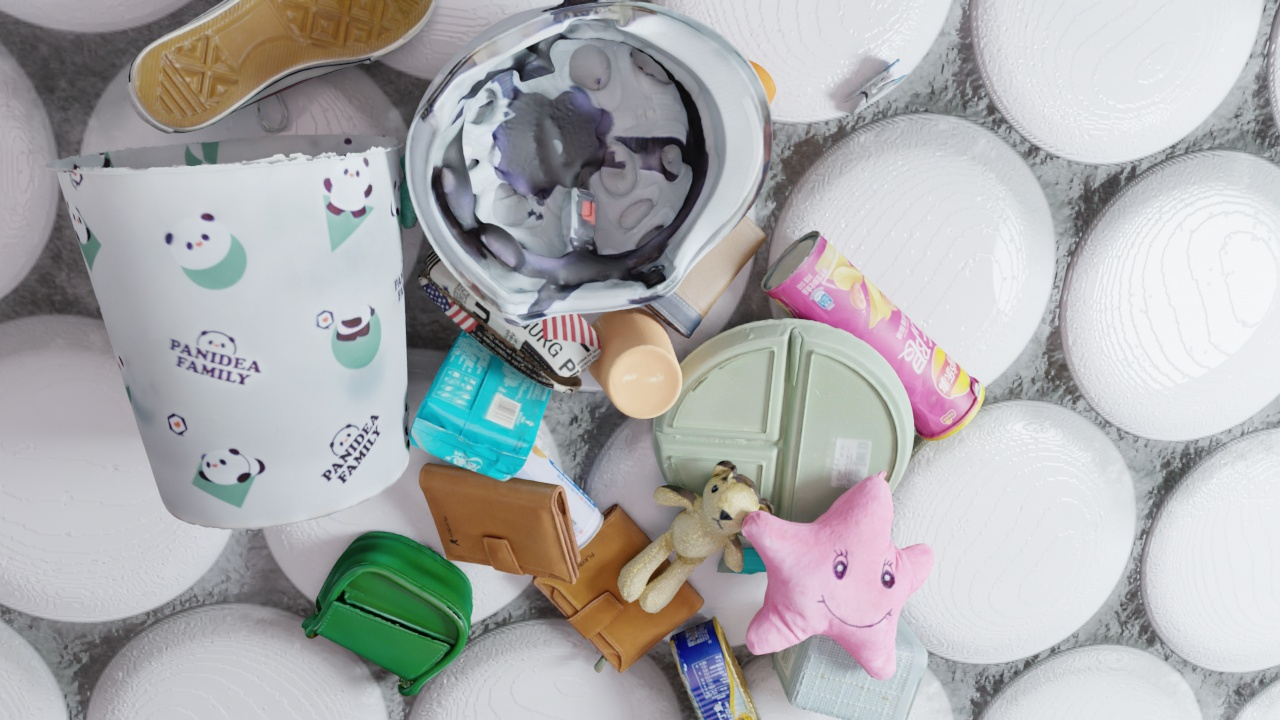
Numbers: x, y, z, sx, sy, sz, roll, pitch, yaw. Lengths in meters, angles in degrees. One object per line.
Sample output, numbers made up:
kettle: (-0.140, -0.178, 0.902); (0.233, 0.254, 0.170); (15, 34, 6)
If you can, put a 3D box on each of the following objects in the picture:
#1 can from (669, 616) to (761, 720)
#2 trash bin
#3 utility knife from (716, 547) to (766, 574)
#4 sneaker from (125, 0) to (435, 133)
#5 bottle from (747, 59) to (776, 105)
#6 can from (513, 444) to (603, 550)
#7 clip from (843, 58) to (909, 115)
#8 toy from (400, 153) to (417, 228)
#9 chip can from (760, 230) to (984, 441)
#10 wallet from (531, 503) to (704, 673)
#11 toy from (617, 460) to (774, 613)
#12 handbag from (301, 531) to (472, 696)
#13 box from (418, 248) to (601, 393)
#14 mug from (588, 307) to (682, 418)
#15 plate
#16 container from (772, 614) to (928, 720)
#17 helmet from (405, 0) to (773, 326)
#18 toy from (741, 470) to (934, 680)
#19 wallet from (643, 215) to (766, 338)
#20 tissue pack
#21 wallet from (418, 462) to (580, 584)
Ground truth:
can: (0.076, 0.315, 0.866); (0.049, 0.074, 0.148); (-22, 105, 2)
trash bin: (-0.277, -0.029, 0.674); (0.229, 0.229, 0.252); (-4, 108, -6)
utility knife: (0.150, 0.192, 0.877); (0.157, 0.013, 0.029); (3, 105, -10)
sneaker: (-0.270, -0.244, 0.691); (0.240, 0.088, 0.118); (-37, 118, -20)
bottle: (0.035, -0.236, 0.742); (0.149, 0.066, 0.067); (30, 98, -5)
can: (-0.095, 0.109, 0.807); (0.053, 0.053, 0.134); (-42, 104, 4)
clip: (0.200, -0.231, 0.780); (0.058, 0.026, 0.038); (-35, 96, 8)
toy: (-0.152, -0.155, 0.754); (0.092, 0.030, 0.096); (1, 95, -12)
chip can: (0.203, -0.020, 0.804); (0.210, 0.071, 0.071); (40, 95, -13)
wallet: (-0.025, 0.217, 0.854); (0.119, 0.035, 0.130); (-41, 104, -3)
toy: (0.043, 0.159, 0.804); (0.105, 0.066, 0.157); (43, 106, 3)
handbag: (-0.222, 0.225, 0.817); (0.131, 0.068, 0.120); (36, 104, -14)
box: (-0.113, -0.026, 0.746); (0.163, 0.075, 0.082); (38, 134, 7)
mug: (-0.004, 0.004, 0.758); (0.078, 0.122, 0.078); (-2, 104, -7)
plate: (0.124, 0.073, 0.805); (0.230, 0.027, 0.230); (3, 117, 5)
container: (0.193, 0.283, 0.866); (0.111, 0.090, 0.090); (15, 100, -7)
helmet: (-0.046, -0.159, 0.692); (0.258, 0.145, 0.229); (-25, 123, -4)
toy: (0.167, 0.174, 0.780); (0.194, 0.075, 0.178); (20, 87, -20)
wallet: (0.042, -0.089, 0.786); (0.090, 0.033, 0.115); (39, 90, -16)
tissue pack: (-0.125, 0.032, 0.750); (0.093, 0.133, 0.050); (24, 124, -8)
wallet: (-0.119, 0.140, 0.786); (0.132, 0.031, 0.108); (7, 127, 22)
